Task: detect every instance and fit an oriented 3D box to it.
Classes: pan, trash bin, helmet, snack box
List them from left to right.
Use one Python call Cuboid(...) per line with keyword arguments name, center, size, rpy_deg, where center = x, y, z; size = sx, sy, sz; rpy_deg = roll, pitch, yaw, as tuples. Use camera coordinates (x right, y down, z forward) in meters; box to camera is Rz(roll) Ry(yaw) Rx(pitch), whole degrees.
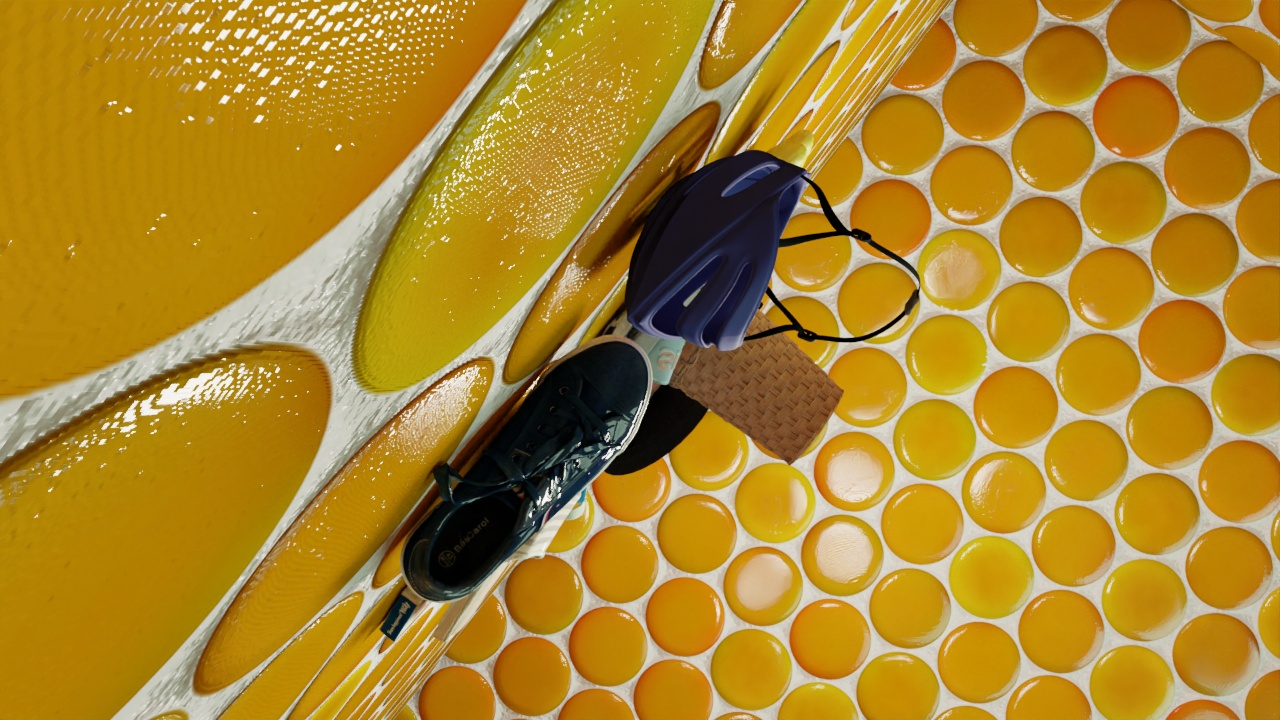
Cuboid(name="snack box", center=(-0.248, 0.262, 1.103), size=(0.082, 0.026, 0.149), rpy_deg=(-54, 176, 34))
Cuboid(name="pan", center=(0.061, 0.029, 1.378), size=(0.355, 0.034, 0.225), rpy_deg=(-47, -158, -12))
Cuboid(name="trash bin", center=(0.143, 0.016, 1.164), size=(0.151, 0.210, 0.151), rpy_deg=(-53, 176, -6))
Cuboid(name="helmet", center=(0.110, -0.071, 0.764), size=(0.240, 0.228, 0.148), rpy_deg=(-51, 166, -38))

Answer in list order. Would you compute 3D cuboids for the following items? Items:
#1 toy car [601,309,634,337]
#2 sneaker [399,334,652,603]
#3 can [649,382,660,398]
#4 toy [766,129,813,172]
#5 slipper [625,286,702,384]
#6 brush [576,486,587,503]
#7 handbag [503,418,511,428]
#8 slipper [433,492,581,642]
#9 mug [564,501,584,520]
Cuboid(name="toy car", center=(-0.029, -0.026, 1.017), size=(0.089, 0.027, 0.039), rpy_deg=(-55, -176, -6))
Cuboid(name="sneaker", center=(-0.091, 0.086, 0.785), size=(0.294, 0.120, 0.127), rpy_deg=(-48, -172, -16))
Cuboid(name="can", center=(0.003, 0.007, 1.335), size=(0.067, 0.076, 0.067), rpy_deg=(-51, 176, -5))
Cuboid(name="toy", center=(0.114, -0.162, 0.997), size=(0.208, 0.092, 0.133), rpy_deg=(-58, 176, 36))
Cuboid(name="slipper", center=(-0.006, 0.006, 1.082), size=(0.245, 0.074, 0.104), rpy_deg=(-50, -162, 5))
Cuboid(name="brush", center=(-0.086, 0.112, 1.177), size=(0.075, 0.055, 0.135), rpy_deg=(142, -41, -73))
Cuboid(name="handbag", center=(-0.116, 0.124, 0.920), size=(0.166, 0.063, 0.138), rpy_deg=(-62, 164, 3))
Cuboid(name="slipper", center=(-0.141, 0.216, 1.062), size=(0.272, 0.054, 0.114), rpy_deg=(-51, 169, -11))
Cuboid(name="mug", center=(-0.132, 0.195, 1.250), size=(0.104, 0.111, 0.084), rpy_deg=(-72, 165, -75))
